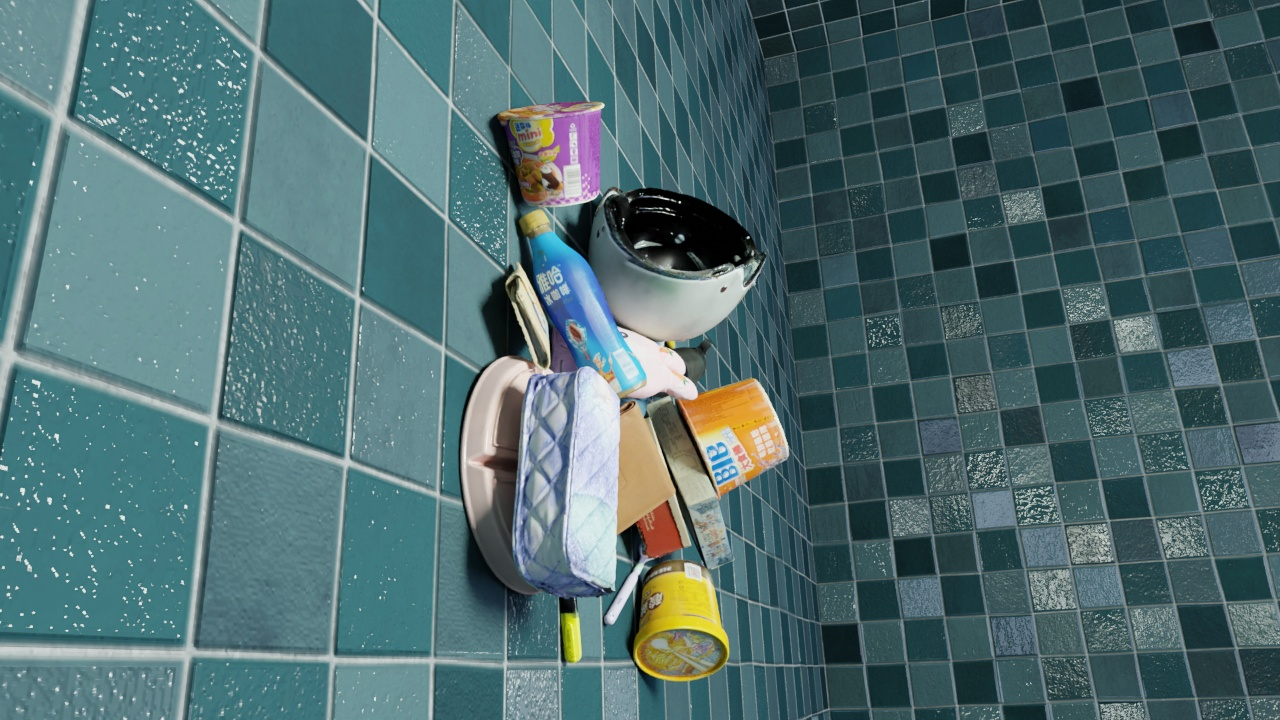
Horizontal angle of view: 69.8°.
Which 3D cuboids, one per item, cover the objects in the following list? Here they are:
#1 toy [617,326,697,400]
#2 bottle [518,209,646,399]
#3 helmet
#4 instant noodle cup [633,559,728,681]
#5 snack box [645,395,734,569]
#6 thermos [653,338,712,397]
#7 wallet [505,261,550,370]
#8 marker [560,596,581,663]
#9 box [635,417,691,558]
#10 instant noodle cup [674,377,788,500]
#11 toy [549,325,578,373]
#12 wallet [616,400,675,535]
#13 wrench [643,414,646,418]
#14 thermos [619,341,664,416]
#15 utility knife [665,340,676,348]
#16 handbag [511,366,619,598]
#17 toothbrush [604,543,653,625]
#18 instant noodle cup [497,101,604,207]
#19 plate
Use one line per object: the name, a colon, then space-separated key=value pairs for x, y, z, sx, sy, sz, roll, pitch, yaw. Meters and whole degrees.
toy: x=-0.005 y=0.004 z=1.101 sx=0.159 sy=0.054 sz=0.121 roll=12 pitch=34 yaw=-32
bottle: x=-0.068 y=-0.057 z=0.976 sx=0.218 sy=0.065 sz=0.065 roll=62 pitch=17 yaw=2
helmet: x=0.032 y=-0.113 z=1.194 sx=0.273 sy=0.230 sz=0.157 roll=-64 pitch=178 yaw=-66
instant noodle cup: x=0.050 y=0.328 z=1.174 sx=0.114 sy=0.118 sz=0.118 roll=-90 pitch=163 yaw=-50
snack box: x=0.067 y=0.171 z=1.273 sx=0.183 sy=0.046 sz=0.177 roll=72 pitch=-5 yaw=-50
thermos: x=0.063 y=0.004 z=1.401 sx=0.068 sy=0.090 sz=0.242 roll=39 pitch=11 yaw=6
wallet: x=-0.112 y=-0.048 z=0.912 sx=0.115 sy=0.024 sz=0.087 roll=-105 pitch=178 yaw=-68
marker: x=-0.075 y=0.248 z=0.946 sx=0.015 sy=0.018 sz=0.124 roll=30 pitch=53 yaw=-71
box: x=0.004 y=0.165 z=1.167 sx=0.091 sy=0.075 sz=0.168 roll=-107 pitch=180 yaw=-59
instant noodle cup: x=0.125 y=0.098 z=1.237 sx=0.151 sy=0.111 sz=0.151 roll=155 pitch=-88 yaw=-87
toy: x=-0.080 y=0.002 z=1.010 sx=0.084 sy=0.039 sz=0.107 roll=36 pitch=51 yaw=-43
wallet: x=-0.024 y=0.127 z=1.055 sx=0.031 sy=0.107 sz=0.132 roll=20 pitch=-42 yaw=57
wrench: x=0.028 y=0.111 z=1.369 sx=0.273 sy=0.016 sz=0.056 roll=61 pitch=26 yaw=-49
thermos: x=-0.007 y=0.007 z=1.203 sx=0.219 sy=0.070 sz=0.070 roll=-75 pitch=152 yaw=-56
utility knife: x=0.033 y=-0.057 z=1.468 sx=0.181 sy=0.015 sz=0.033 roll=59 pitch=33 yaw=-55
handbag: x=-0.064 y=0.109 z=0.831 sx=0.134 sy=0.076 sz=0.193 roll=51 pitch=37 yaw=-59
toothbrush: x=-0.012 y=0.277 z=1.144 sx=0.021 sy=0.029 sz=0.188 roll=-63 pitch=174 yaw=20
instant noodle cup: x=-0.090 y=-0.221 z=0.982 sx=0.111 sy=0.112 sz=0.099 roll=-63 pitch=151 yaw=-63
plate: x=-0.099 y=0.107 z=0.882 sx=0.229 sy=0.028 sz=0.229 roll=-8 pitch=90 yaw=-70
